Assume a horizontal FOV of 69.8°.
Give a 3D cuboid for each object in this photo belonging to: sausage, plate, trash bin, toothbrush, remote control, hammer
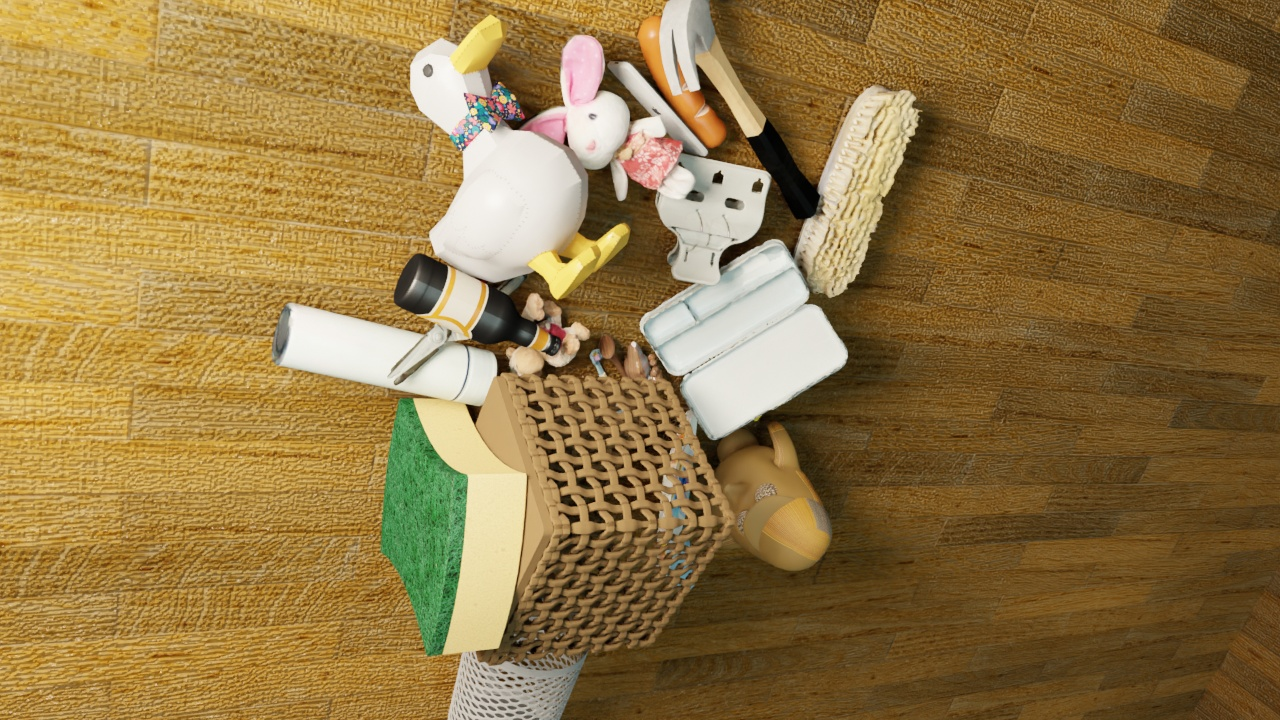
[{"bbox_3d":[0.044,-0.301,1.005,0.044,0.039,0.164,-19,130,23],"label":"sausage"},{"bbox_3d":[0.045,0.168,1.189,0.016,0.186,0.187,9,118,10],"label":"plate"},{"bbox_3d":[-0.166,0.421,1.209,0.156,0.156,0.184,5,115,-30],"label":"trash bin"},{"bbox_3d":[-0.031,0.049,1.166,0.022,0.016,0.155,-58,137,-40],"label":"toothbrush"},{"bbox_3d":[0.021,-0.275,1.004,0.146,0.045,0.008,40,84,-37],"label":"remote control"},{"bbox_3d":[0.123,-0.276,1.039,0.328,0.039,0.131,44,56,-43],"label":"hammer"}]

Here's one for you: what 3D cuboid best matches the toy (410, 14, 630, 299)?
[{"bbox_3d":[-0.140,-0.180,0.909,0.267,0.140,0.247,44,126,-2],"label":"toy"}]

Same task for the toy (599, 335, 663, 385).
[{"bbox_3d":[-0.007,0.007,1.143,0.055,0.041,0.102,-21,135,10],"label":"toy"}]

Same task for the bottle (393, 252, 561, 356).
[{"bbox_3d":[-0.163,-0.048,0.961,0.181,0.059,0.059,26,101,-29],"label":"bottle"}]

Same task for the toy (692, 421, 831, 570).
[{"bbox_3d":[0.169,0.199,1.234,0.162,0.203,0.199,23,103,-34],"label":"toy"}]

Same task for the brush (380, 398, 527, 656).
[{"bbox_3d":[-0.209,0.169,0.988,0.075,0.250,0.195,2,107,-29],"label":"brush"}]

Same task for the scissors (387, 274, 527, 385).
[{"bbox_3d":[-0.198,-0.051,0.984,0.187,0.015,0.146,-11,101,-39],"label":"scissors"}]

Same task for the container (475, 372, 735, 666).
[{"bbox_3d":[-0.073,0.177,1.045,0.213,0.219,0.252,2,133,-29],"label":"container"}]

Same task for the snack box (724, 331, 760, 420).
[{"bbox_3d":[0.147,0.014,1.202,0.106,0.061,0.083,-52,142,5],"label":"snack box"}]

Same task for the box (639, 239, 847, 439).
[{"bbox_3d":[0.128,-0.025,1.136,0.210,0.061,0.192,-33,100,9],"label":"box"}]

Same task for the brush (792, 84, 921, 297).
[{"bbox_3d":[0.268,-0.211,1.161,0.083,0.056,0.272,7,112,-33],"label":"brush"}]

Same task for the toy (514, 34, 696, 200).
[{"bbox_3d":[-0.029,-0.232,0.972,0.194,0.084,0.159,30,120,-21],"label":"toy"}]

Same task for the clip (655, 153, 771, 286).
[{"bbox_3d":[0.076,-0.163,1.070,0.124,0.074,0.144,10,116,-7],"label":"clip"}]

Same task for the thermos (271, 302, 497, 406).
[{"bbox_3d":[-0.269,-0.003,0.983,0.229,0.068,0.068,14,108,-33],"label":"thermos"}]

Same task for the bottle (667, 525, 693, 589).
[{"bbox_3d":[0.052,0.273,1.313,0.040,0.040,0.130,-21,123,-17],"label":"bottle"}]

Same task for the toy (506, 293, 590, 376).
[{"bbox_3d":[-0.120,-0.021,1.058,0.085,0.074,0.106,44,114,-6],"label":"toy"}]
